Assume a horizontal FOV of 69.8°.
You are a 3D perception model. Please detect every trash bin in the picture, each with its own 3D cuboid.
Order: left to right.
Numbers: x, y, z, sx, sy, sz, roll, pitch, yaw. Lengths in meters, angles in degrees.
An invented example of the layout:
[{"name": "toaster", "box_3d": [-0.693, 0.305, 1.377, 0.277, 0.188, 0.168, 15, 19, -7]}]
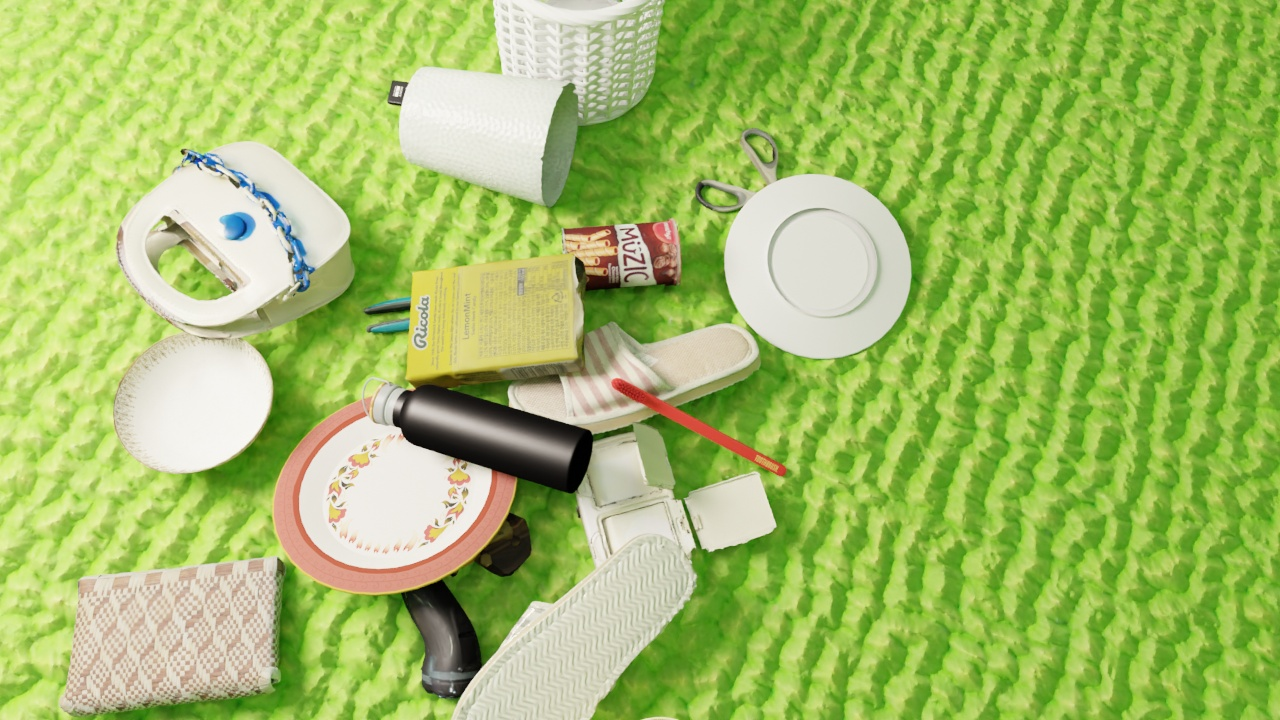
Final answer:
[{"name": "trash bin", "box_3d": [-0.162, -0.246, 0.985, 0.161, 0.133, 0.133, 13, 70, 6]}]

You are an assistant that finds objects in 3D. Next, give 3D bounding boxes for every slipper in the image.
[{"name": "slipper", "box_3d": [-0.061, 0.266, 0.834, 0.272, 0.054, 0.114, -46, 103, -8]}, {"name": "slipper", "box_3d": [-0.005, 0.005, 0.927, 0.262, 0.052, 0.115, -15, 41, -12]}]

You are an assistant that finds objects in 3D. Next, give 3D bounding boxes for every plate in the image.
[{"name": "plate", "box_3d": [-0.231, 0.122, 0.877, 0.230, 0.021, 0.229, -1, 50, 1]}, {"name": "plate", "box_3d": [0.196, -0.106, 0.997, 0.208, 0.015, 0.208, 1, 80, -5]}]

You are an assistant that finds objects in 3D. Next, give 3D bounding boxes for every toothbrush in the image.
[{"name": "toothbrush", "box_3d": [0.062, 0.068, 0.898, 0.212, 0.018, 0.012, 29, 96, -20]}]

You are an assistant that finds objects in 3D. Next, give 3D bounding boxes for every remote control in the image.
[{"name": "remote control", "box_3d": [-0.220, -0.300, 1.058, 0.140, 0.009, 0.030, 8, 71, -1]}]

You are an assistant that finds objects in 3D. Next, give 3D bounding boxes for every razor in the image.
[{"name": "razor", "box_3d": [-0.193, 0.247, 0.852, 0.064, 0.053, 0.140, -35, 70, 12]}]

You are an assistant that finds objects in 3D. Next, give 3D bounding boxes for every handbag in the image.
[{"name": "handbag", "box_3d": [-0.420, 0.250, 0.836, 0.185, 0.047, 0.124, -5, 63, -6]}, {"name": "handbag", "box_3d": [-0.405, -0.119, 0.912, 0.200, 0.093, 0.199, 38, 55, 11]}]

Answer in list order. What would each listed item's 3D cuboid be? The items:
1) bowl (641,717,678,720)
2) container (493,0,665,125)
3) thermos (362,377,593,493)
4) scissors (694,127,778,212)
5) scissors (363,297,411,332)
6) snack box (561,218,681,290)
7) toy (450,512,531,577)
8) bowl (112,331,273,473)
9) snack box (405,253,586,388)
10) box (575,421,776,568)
[{"name": "bowl", "box_3d": [0.014, 0.375, 0.805, 0.118, 0.074, 0.117, 1, 71, -4]}, {"name": "container", "box_3d": [-0.067, -0.388, 1.004, 0.189, 0.187, 0.189, 1, 71, -4]}, {"name": "thermos", "box_3d": [-0.163, 0.064, 0.867, 0.231, 0.061, 0.061, 15, 70, 14]}, {"name": "scissors", "box_3d": [0.141, -0.195, 1.044, 0.157, 0.013, 0.170, -9, 71, -5]}, {"name": "scissors", "box_3d": [-0.218, -0.059, 0.970, 0.139, 0.019, 0.135, 38, 73, 11]}, {"name": "snack box", "box_3d": [-0.021, -0.111, 0.973, 0.121, 0.072, 0.072, -5, 71, -5]}, {"name": "toy", "box_3d": [-0.154, 0.177, 0.866, 0.100, 0.063, 0.076, -18, 54, -29]}, {"name": "bowl", "box_3d": [-0.425, 0.047, 0.895, 0.145, 0.063, 0.145, 1, 70, -3]}, {"name": "snack box", "box_3d": [-0.140, -0.038, 0.915, 0.181, 0.045, 0.121, -7, 68, 9]}, {"name": "box", "box_3d": [0.030, 0.123, 0.880, 0.184, 0.099, 0.143, -16, 72, -9]}]
